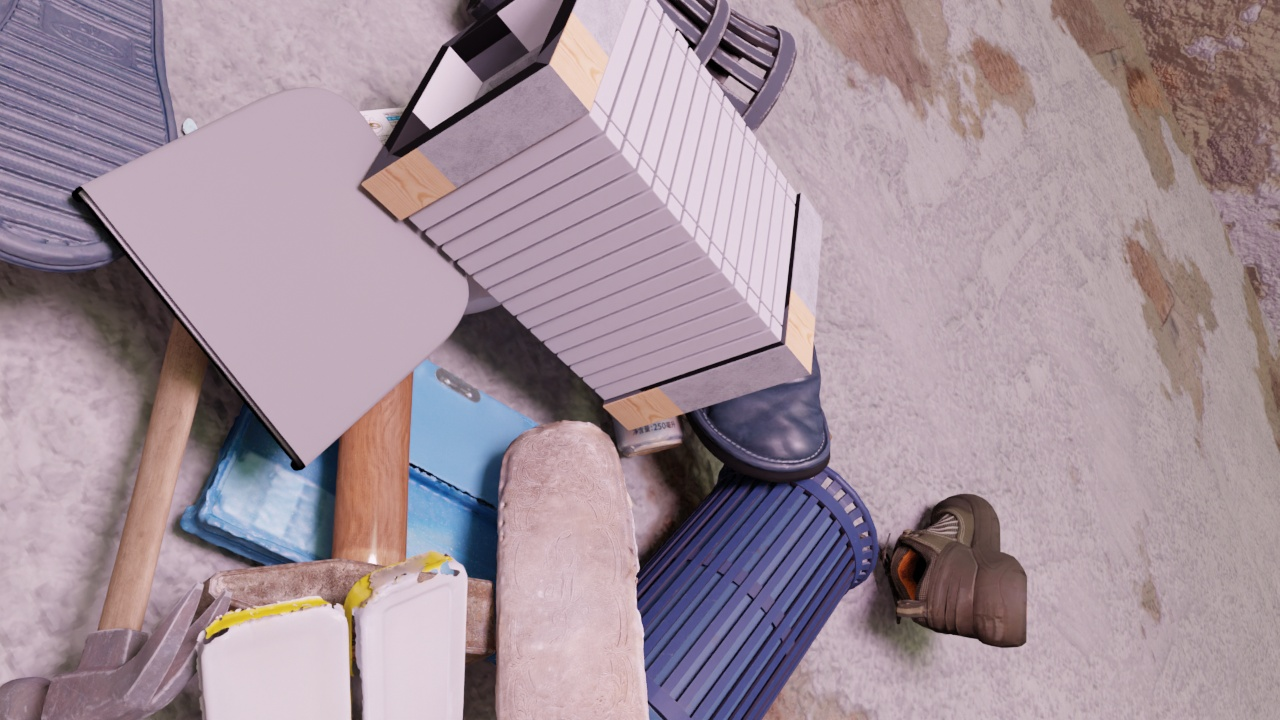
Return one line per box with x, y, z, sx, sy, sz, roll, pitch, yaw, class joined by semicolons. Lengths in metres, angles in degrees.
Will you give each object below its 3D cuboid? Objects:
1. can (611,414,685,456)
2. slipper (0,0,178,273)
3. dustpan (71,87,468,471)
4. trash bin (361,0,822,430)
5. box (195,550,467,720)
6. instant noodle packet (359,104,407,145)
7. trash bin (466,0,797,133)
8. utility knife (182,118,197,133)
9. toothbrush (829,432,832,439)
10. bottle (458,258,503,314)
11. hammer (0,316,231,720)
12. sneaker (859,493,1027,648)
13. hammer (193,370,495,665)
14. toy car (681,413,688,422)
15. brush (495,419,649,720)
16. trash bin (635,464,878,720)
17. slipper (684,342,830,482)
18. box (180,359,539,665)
-0.004;0.004;0.716;0.054;0.054;0.135;-3;77;-43;can
-0.307;-0.134;0.485;0.101;0.083;0.263;20;42;-41;slipper
-0.159;-0.080;0.528;0.163;0.033;0.256;58;45;-19;dustpan
-0.012;-0.097;0.576;0.247;0.143;0.142;45;41;-33;trash bin
-0.145;0.198;0.454;0.129;0.034;0.210;-11;117;-37;box
-0.176;-0.117;0.569;0.134;0.026;0.087;-23;86;-48;instant noodle packet
-0.012;-0.272;0.746;0.227;0.165;0.163;34;54;-24;trash bin
-0.245;-0.100;0.565;0.022;0.016;0.116;-34;96;-43;utility knife
0.131;0.105;0.828;0.166;0.016;0.016;-33;97;-44;toothbrush
-0.132;-0.106;0.645;0.051;0.051;0.146;-10;81;-44;bottle
-0.238;0.019;0.475;0.031;0.120;0.330;45;38;-51;hammer
0.273;0.200;0.877;0.237;0.143;0.101;-44;131;-75;sneaker
-0.163;0.020;0.542;0.157;0.037;0.300;20;51;-39;hammer
0.051;0.002;0.778;0.048;0.041;0.112;45;50;-19;toy car
-0.039;0.149;0.524;0.083;0.057;0.270;-6;47;-2;brush
0.051;0.184;0.641;0.248;0.140;0.139;-40;102;-42;trash bin
0.083;-0.028;0.719;0.109;0.084;0.265;1;45;-11;slipper
-0.141;0.077;0.581;0.231;0.034;0.174;35;46;-27;box
